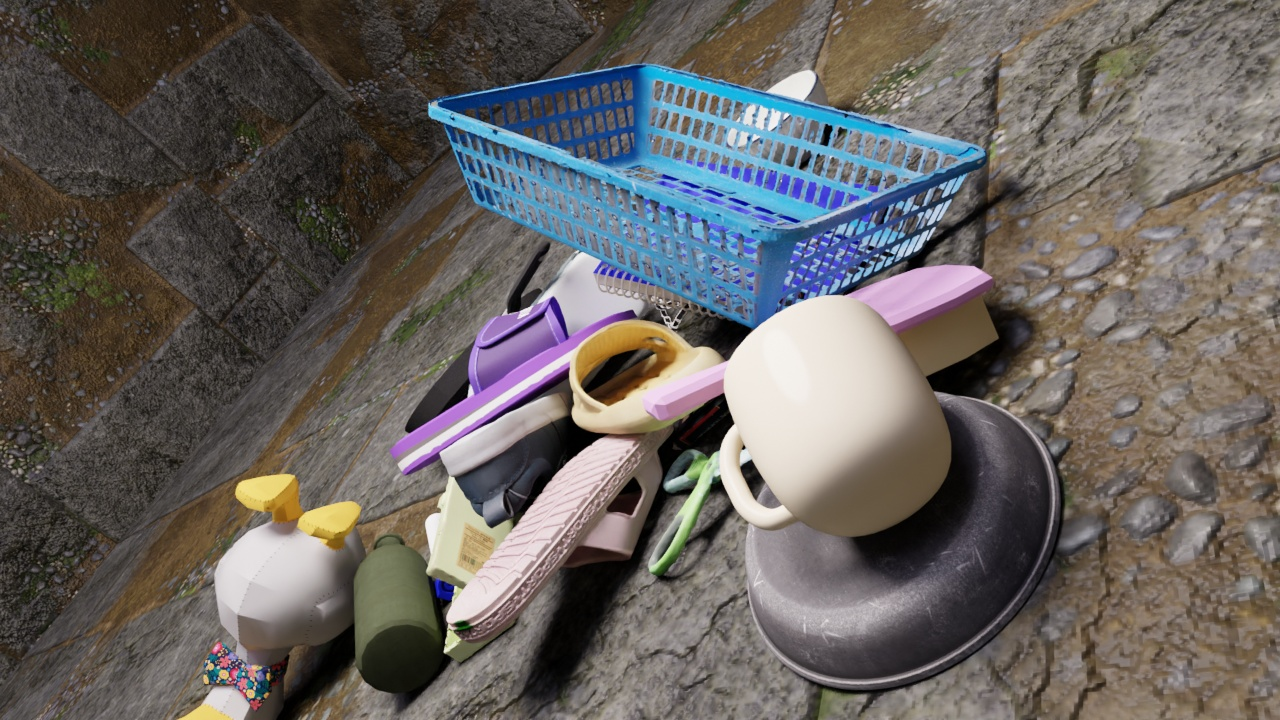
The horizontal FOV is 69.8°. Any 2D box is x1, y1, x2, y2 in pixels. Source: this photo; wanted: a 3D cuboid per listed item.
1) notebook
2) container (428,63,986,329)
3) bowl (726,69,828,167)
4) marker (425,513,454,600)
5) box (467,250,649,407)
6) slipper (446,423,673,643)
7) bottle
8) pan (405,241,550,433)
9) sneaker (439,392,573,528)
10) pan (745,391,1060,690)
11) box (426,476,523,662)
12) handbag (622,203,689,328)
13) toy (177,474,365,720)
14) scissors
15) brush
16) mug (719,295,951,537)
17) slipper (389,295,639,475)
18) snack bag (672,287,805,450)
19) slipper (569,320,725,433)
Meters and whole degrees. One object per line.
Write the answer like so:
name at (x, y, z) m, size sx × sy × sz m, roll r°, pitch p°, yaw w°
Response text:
notebook at (0.085, -0.103, 0.791) m, size 0.209 × 0.022 × 0.171 m, roll 15°, pitch 55°, yaw 27°
container at (0.040, -0.141, 0.713) m, size 0.256 × 0.089 × 0.362 m, roll -25°, pitch 39°, yaw -39°
bowl at (0.158, -0.249, 0.991) m, size 0.118 × 0.062 × 0.118 m, roll -36°, pitch 25°, yaw 20°
marker at (-0.193, 0.188, 0.892) m, size 0.027 × 0.023 × 0.133 m, roll -65°, pitch 22°, yaw 7°
box at (-0.084, -0.012, 0.932) m, size 0.216 × 0.122 × 0.083 m, roll -51°, pitch 45°, yaw 14°
slipper at (-0.047, 0.132, 0.696) m, size 0.094 × 0.064 × 0.238 m, roll -22°, pitch 19°, yaw 49°
bottle at (-0.225, 0.215, 0.838) m, size 0.071 × 0.071 × 0.207 m, roll -45°, pitch 23°, yaw -2°
pan at (-0.157, -0.022, 1.016) m, size 0.224 × 0.034 × 0.358 m, roll -48°, pitch 0°, yaw -38°
sneaker at (-0.100, 0.089, 0.817) m, size 0.089 × 0.087 × 0.235 m, roll -29°, pitch -2°, yaw 13°
pan at (0.118, 0.055, 0.585) m, size 0.187 × 0.055 × 0.356 m, roll -41°, pitch 28°, yaw 8°
box at (-0.151, 0.166, 0.807) m, size 0.083 × 0.091 × 0.187 m, roll -55°, pitch 16°, yaw 20°
handbag at (0.060, -0.112, 0.930) m, size 0.125 × 0.115 × 0.153 m, roll -22°, pitch 19°, yaw -7°
toy at (-0.352, 0.248, 0.907) m, size 0.246 × 0.141 × 0.268 m, roll -31°, pitch -41°, yaw -70°
scissors at (0.049, 0.073, 0.643) m, size 0.171 × 0.025 × 0.159 m, roll -56°, pitch 6°, yaw 9°
brush at (0.111, 0.000, 0.563) m, size 0.228 × 0.043 × 0.089 m, roll -23°, pitch 14°, yaw -14°
mug at (0.094, 0.042, 0.467) m, size 0.120 × 0.096 × 0.099 m, roll -39°, pitch 43°, yaw 18°
slipper at (-0.133, 0.004, 0.870) m, size 0.267 × 0.084 × 0.107 m, roll -32°, pitch -3°, yaw 7°
snack bag at (0.073, 0.008, 0.702) m, size 0.156 × 0.018 × 0.074 m, roll -47°, pitch 16°, yaw 50°
slipper at (-0.004, 0.004, 0.752) m, size 0.111 × 0.079 × 0.262 m, roll -30°, pitch 7°, yaw -13°
